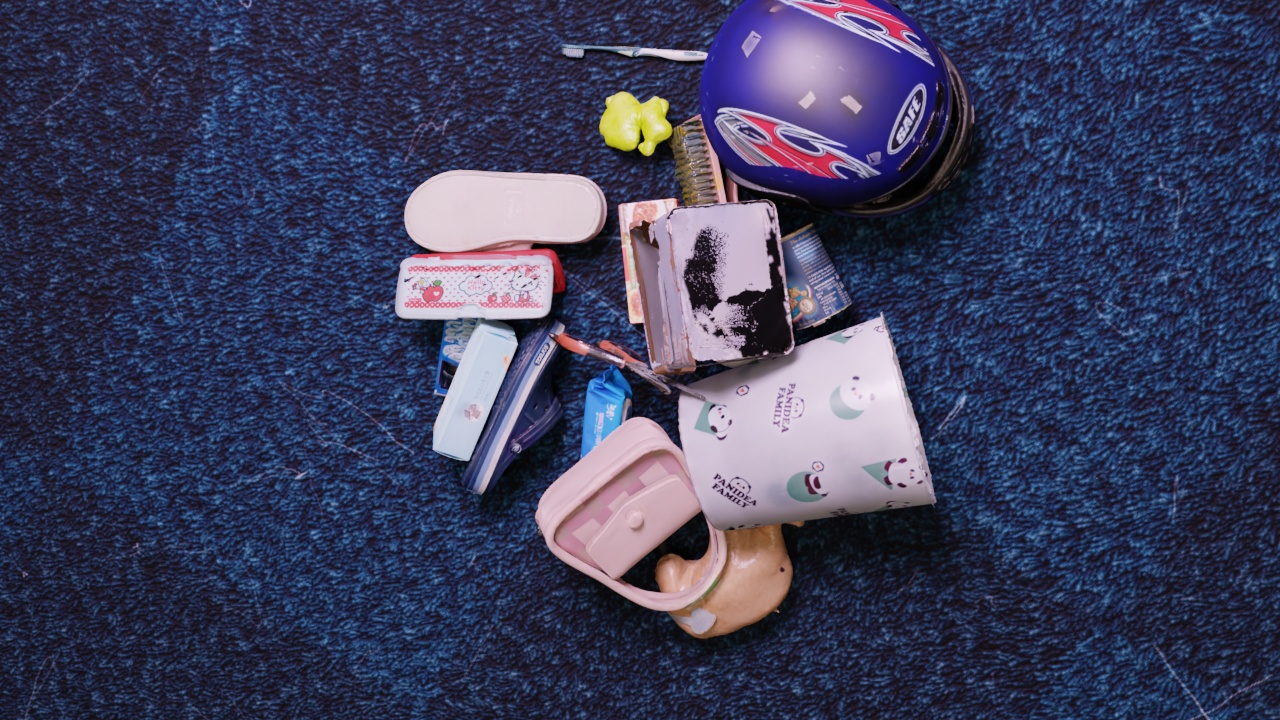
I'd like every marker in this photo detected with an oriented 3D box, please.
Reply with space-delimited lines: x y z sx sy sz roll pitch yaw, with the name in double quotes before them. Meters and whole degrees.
"marker" 0.009 0.207 1.224 0.022 0.020 0.132 -23 94 29

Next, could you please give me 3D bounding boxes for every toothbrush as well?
"toothbrush" -0.006 -0.379 1.135 0.192 0.016 0.018 7 110 9

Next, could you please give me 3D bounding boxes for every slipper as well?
"slipper" -0.149 0.067 1.184 0.095 0.105 0.253 25 97 -16
"slipper" -0.172 -0.188 1.172 0.275 0.054 0.114 -1 96 16

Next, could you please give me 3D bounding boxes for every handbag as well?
"handbag" 0.007 0.206 1.118 0.193 0.093 0.234 -39 108 2

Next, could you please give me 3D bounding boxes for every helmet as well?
"helmet" 0.219 -0.278 1.002 0.315 0.240 0.247 23 103 4

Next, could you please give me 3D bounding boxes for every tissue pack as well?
"tissue pack" -0.042 0.085 1.176 0.052 0.095 0.157 6 98 6

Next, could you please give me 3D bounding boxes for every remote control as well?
"remote control" -0.239 -0.008 1.212 0.049 0.024 0.125 14 105 6

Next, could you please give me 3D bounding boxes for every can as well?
"can" 0.200 -0.101 1.115 0.075 0.075 0.111 -27 94 12

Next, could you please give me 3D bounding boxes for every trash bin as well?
"trash bin" 0.192 0.085 1.079 0.252 0.229 0.229 -15 96 16

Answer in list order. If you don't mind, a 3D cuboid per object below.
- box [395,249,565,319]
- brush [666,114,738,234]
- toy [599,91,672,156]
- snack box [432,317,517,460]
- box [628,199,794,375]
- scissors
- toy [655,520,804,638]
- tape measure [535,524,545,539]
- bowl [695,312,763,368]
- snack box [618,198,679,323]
"box" -0.202 -0.084 1.157 0.201 0.095 0.101 -1 60 10
"brush" 0.085 -0.226 1.124 0.073 0.063 0.145 -17 98 -19
"toy" -0.009 -0.291 1.128 0.100 0.031 0.096 -16 74 28
"snack box" -0.212 0.035 1.172 0.051 0.074 0.175 20 103 -18
"box" 0.062 -0.075 1.064 0.154 0.185 0.182 -7 90 -16
"scissors" -0.016 0.003 1.107 0.226 0.188 0.015 21 98 9
"toy" 0.131 0.270 1.184 0.226 0.082 0.143 -36 101 10
"tape measure" -0.105 0.200 1.218 0.033 0.065 0.066 36 105 -2
"bowl" 0.125 -0.044 1.141 0.116 0.066 0.116 2 99 9
"snack box" 0.018 -0.126 1.166 0.075 0.025 0.153 -4 98 10
